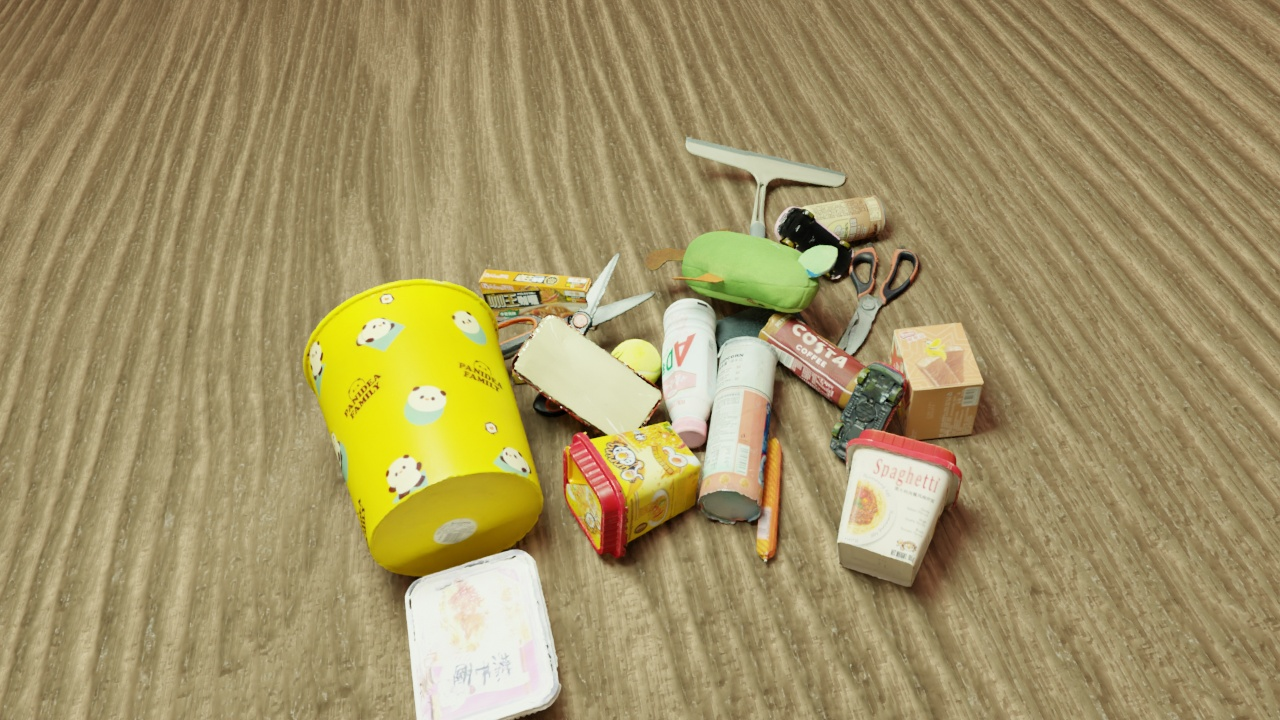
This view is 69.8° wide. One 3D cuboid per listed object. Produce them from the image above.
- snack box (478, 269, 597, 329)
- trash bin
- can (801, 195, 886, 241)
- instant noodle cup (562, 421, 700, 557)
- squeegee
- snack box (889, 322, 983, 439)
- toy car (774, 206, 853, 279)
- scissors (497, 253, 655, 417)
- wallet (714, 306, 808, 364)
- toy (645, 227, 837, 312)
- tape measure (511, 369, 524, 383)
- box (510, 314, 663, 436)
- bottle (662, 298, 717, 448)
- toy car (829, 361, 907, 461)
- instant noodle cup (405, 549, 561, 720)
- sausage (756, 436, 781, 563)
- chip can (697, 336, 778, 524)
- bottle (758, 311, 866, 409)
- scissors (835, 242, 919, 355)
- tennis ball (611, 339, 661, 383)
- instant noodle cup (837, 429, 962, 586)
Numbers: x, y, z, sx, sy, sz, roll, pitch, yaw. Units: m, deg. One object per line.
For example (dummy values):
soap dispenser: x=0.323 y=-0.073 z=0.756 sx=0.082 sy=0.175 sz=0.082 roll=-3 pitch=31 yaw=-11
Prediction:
snack box: x=-0.135 y=-0.081 z=1.231 sx=0.154 sy=0.075 sz=0.026 roll=6 pitch=49 yaw=15
trash bin: x=-0.232 y=0.079 z=1.013 sx=0.229 sy=0.230 sz=0.255 roll=-21 pitch=54 yaw=-10
can: x=0.274 y=-0.191 z=1.266 sx=0.116 sy=0.059 sz=0.058 roll=-10 pitch=47 yaw=-10
instant noodle cup: x=-0.008 y=0.133 z=0.998 sx=0.123 sy=0.116 sz=0.116 roll=-18 pitch=46 yaw=-23
squeegee: x=0.171 y=-0.197 z=1.312 sx=0.246 sy=0.039 sz=0.246 roll=11 pitch=55 yaw=-4
snack box: x=0.332 y=0.025 z=1.043 sx=0.077 sy=0.093 sz=0.094 roll=-6 pitch=47 yaw=4
toy car: x=0.228 y=-0.156 z=1.216 sx=0.056 sy=0.122 sz=0.037 roll=-55 pitch=23 yaw=2
scissors: x=-0.088 y=-0.029 z=1.159 sx=0.221 sy=0.022 sz=0.224 roll=-4 pitch=76 yaw=6
wallet: x=0.157 y=-0.030 z=1.175 sx=0.121 sy=0.019 sz=0.097 roll=-20 pitch=49 yaw=-6
toy: x=0.128 y=-0.115 z=1.153 sx=0.226 sy=0.090 sz=0.247 roll=-14 pitch=25 yaw=-33
tape measure: x=-0.135 y=0.002 z=1.188 sx=0.060 sy=0.029 sz=0.057 roll=-4 pitch=47 yaw=5
box: x=-0.060 y=0.023 z=1.061 sx=0.168 sy=0.079 sz=0.091 roll=35 pitch=83 yaw=0
bottle: x=0.060 y=0.015 z=1.117 sx=0.068 sy=0.068 sz=0.196 roll=-3 pitch=50 yaw=7
toy car: x=0.253 y=0.058 z=1.017 sx=0.053 sy=0.121 sz=0.045 roll=33 pitch=26 yaw=26
instant noodle cup: x=-0.153 y=0.286 z=0.910 sx=0.138 sy=0.060 sz=0.173 roll=-16 pitch=49 yaw=-5
sausage: x=0.142 y=0.149 z=1.010 sx=0.021 sy=0.021 sz=0.164 roll=2 pitch=48 yaw=11
chip can: x=0.112 y=0.075 z=1.042 sx=0.071 sy=0.071 sz=0.214 roll=3 pitch=51 yaw=12
bottle: x=0.222 y=0.009 z=1.093 sx=0.057 sy=0.058 sz=0.175 roll=-38 pitch=61 yaw=-24
scissors: x=0.291 y=-0.083 z=1.203 sx=0.206 sy=0.015 sz=0.194 roll=-21 pitch=49 yaw=-10
tennis ball: x=-0.007 y=0.007 z=1.136 sx=0.065 sy=0.065 sz=0.065 roll=-5 pitch=47 yaw=5
instant noodle cup: x=0.255 y=0.153 z=0.935 sx=0.116 sy=0.117 sz=0.124 roll=15 pitch=65 yaw=22
